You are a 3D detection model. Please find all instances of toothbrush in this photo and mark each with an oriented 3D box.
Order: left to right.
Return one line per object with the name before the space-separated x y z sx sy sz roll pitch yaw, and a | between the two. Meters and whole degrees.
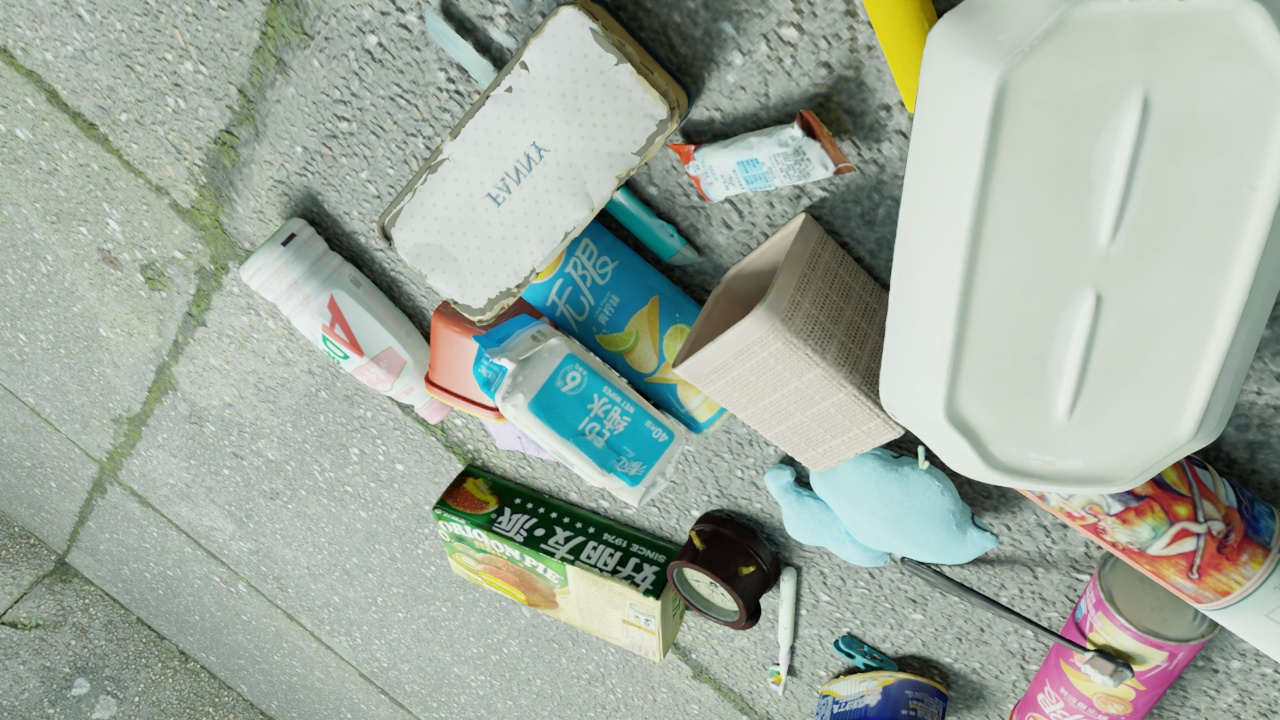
toothbrush | 0.126 0.239 0.808 0.020 0.029 0.190 -13 134 -9
toothbrush | 0.233 0.165 0.598 0.181 0.018 0.016 22 137 60

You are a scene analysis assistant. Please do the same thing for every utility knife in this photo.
utility knife | -0.045 -0.129 0.549 0.216 0.013 0.029 42 143 -13

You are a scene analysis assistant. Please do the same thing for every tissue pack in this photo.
tissue pack | -0.042 0.031 0.580 0.140 0.063 0.090 40 175 -24

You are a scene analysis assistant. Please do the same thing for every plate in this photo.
plate | 0.191 -0.043 0.387 0.162 0.034 0.266 6 121 11

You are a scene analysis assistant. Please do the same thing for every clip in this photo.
clip | 0.191 0.252 0.779 0.056 0.014 0.043 31 143 1

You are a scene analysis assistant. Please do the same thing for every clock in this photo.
clock | 0.066 0.179 0.753 0.082 0.055 0.122 27 143 20

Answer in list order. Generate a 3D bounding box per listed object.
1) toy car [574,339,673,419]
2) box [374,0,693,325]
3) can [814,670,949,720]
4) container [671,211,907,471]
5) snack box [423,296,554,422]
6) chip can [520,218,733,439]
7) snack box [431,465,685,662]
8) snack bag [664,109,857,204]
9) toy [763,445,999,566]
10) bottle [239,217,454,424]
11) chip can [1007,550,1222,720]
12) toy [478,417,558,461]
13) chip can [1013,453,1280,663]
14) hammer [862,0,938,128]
toy car | -0.004 0.004 0.640 0.091 0.036 0.043 38 143 -8
box | -0.053 -0.108 0.488 0.185 0.061 0.090 -41 101 20
can | 0.202 0.308 0.787 0.074 0.049 0.148 27 147 -9
container | 0.096 -0.005 0.521 0.111 0.089 0.090 39 142 -11
snack box | -0.103 -0.014 0.653 0.082 0.091 0.080 22 133 17
chip can | -0.022 -0.041 0.579 0.210 0.071 0.071 38 142 -6
snack box | -0.076 0.191 0.867 0.240 0.063 0.115 17 138 21
snack bag | 0.060 -0.106 0.483 0.104 0.026 0.048 -6 139 46
toy | 0.155 0.099 0.616 0.161 0.049 0.156 25 149 24
bottle | -0.228 -0.026 0.749 0.197 0.068 0.068 45 141 -18
chip can | 0.304 0.207 0.603 0.071 0.071 0.211 18 139 20
toy | -0.116 0.038 0.755 0.084 0.038 0.108 1 133 46
chip can | 0.287 0.086 0.491 0.215 0.071 0.071 34 142 2
hammer | 0.134 -0.117 0.418 0.129 0.032 0.301 -8 125 41
